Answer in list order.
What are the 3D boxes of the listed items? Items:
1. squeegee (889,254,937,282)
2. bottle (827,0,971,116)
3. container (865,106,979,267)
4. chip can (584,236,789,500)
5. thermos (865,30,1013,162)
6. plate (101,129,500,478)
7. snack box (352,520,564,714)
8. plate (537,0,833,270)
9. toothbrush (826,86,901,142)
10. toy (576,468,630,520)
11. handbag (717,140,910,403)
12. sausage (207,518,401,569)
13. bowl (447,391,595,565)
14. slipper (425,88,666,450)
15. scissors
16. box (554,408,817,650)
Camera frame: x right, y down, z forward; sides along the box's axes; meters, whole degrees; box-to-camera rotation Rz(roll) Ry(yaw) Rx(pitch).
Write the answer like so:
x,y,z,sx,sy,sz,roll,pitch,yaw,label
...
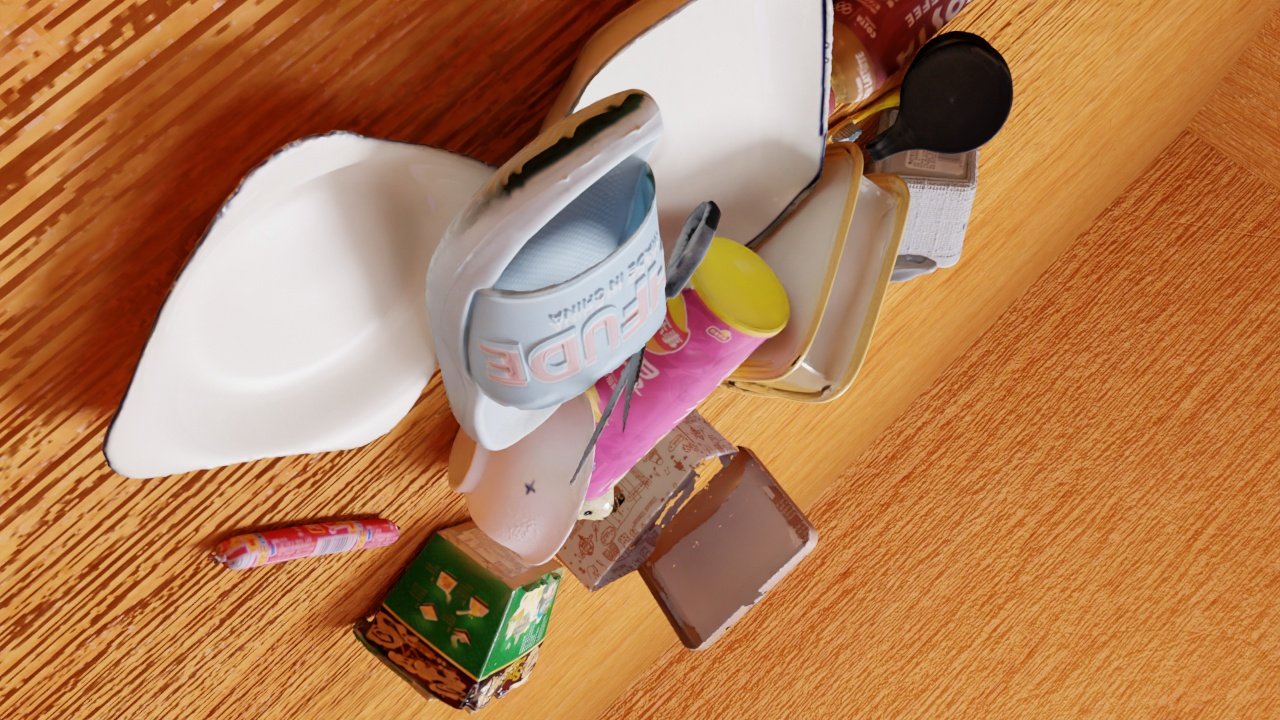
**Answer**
x,y,z,sx,sy,sz,roll,pitch,yaw,label
0.163,-0.058,0.825,0.247,0.040,0.250,-31,-176,-33,squeegee
0.149,-0.208,0.552,0.174,0.057,0.057,-44,161,-8,bottle
0.235,-0.148,0.775,0.114,0.090,0.090,72,27,-65,container
0.006,0.014,0.601,0.071,0.071,0.211,-24,162,-47,chip can
0.198,-0.177,0.612,0.090,0.068,0.241,-28,-172,26,thermos
-0.129,-0.025,0.376,0.164,0.034,0.164,-52,161,18,plate
-0.129,0.186,0.711,0.106,0.117,0.118,-63,160,11,snack box
0.024,-0.109,0.490,0.162,0.034,0.266,-32,161,0,plate
0.210,-0.210,0.735,0.190,0.018,0.016,-34,159,-32,toothbrush
-0.016,0.071,0.758,0.157,0.066,0.105,-47,179,12,toy
0.090,-0.055,0.635,0.063,0.179,0.163,25,78,-31,handbag
-0.189,0.105,0.537,0.020,0.020,0.155,-50,161,10,sausage
-0.084,0.066,0.587,0.064,0.118,0.119,17,123,-25,bowl
-0.039,-0.016,0.419,0.103,0.074,0.246,-40,166,-28,slipper
0.001,-0.015,0.473,0.175,0.014,0.159,-59,-170,-5,scissors
0.042,0.169,0.883,0.183,0.193,0.156,-52,160,16,box
